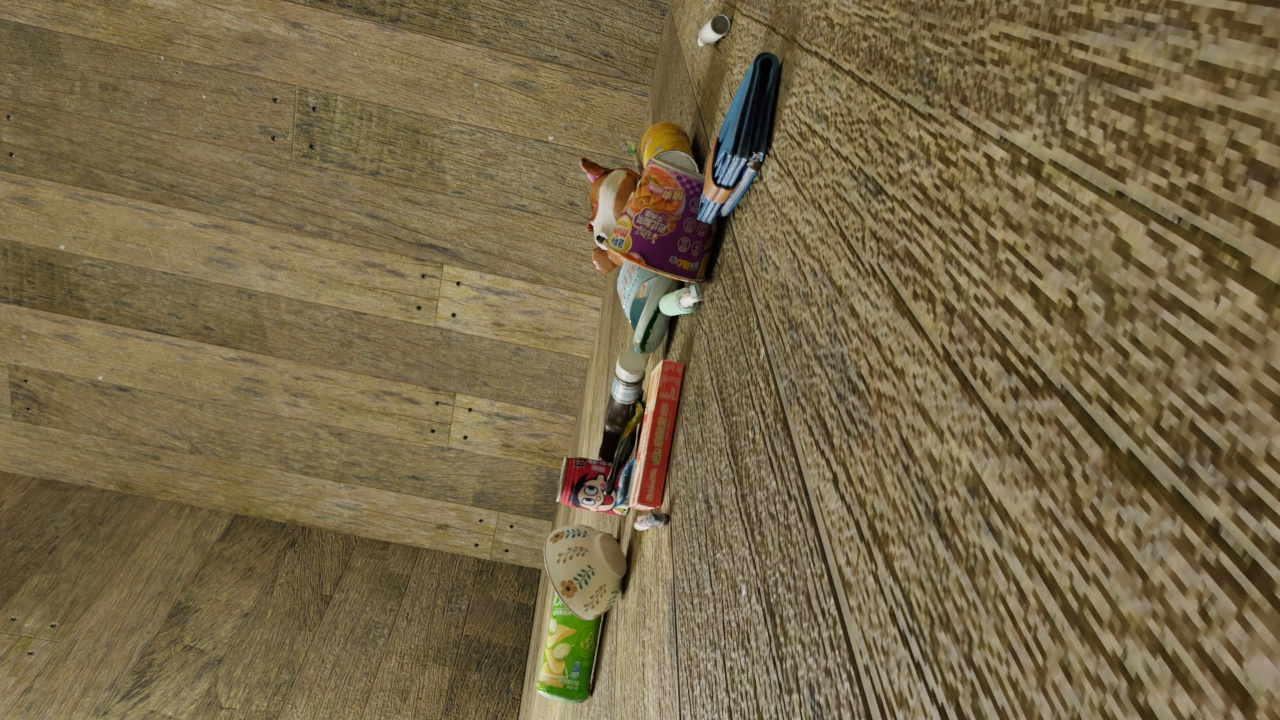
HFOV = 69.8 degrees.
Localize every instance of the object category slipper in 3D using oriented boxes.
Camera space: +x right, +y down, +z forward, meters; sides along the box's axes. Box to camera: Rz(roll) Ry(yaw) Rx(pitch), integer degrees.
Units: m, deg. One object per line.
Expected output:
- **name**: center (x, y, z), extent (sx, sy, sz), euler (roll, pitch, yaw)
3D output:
- **slipper**: center (0.011, -0.114, 1.177), extent (0.244, 0.074, 0.104), euler (-82, 7, -48)

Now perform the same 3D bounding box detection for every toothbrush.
- **toothbrush**: center (0.044, -0.063, 0.968), extent (0.224, 0.026, 0.027), euler (-162, 54, -84)
- **toothbrush**: center (0.005, 0.165, 0.944), extent (0.188, 0.017, 0.016), euler (128, 154, -76)
- **toothbrush**: center (0.096, -0.448, 1.257), extent (0.221, 0.026, 0.027), euler (-100, -12, -76)
- **toothbrush**: center (0.010, -0.248, 1.345), extent (0.020, 0.029, 0.190), euler (-51, -34, -17)

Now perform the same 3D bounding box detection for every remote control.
- **remote control**: center (-0.010, 0.149, 1.102), extent (0.125, 0.024, 0.049), euler (117, 164, -74)

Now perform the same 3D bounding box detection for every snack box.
- **snack box**: center (0.016, 0.080, 0.968), extent (0.075, 0.025, 0.152), euler (127, 154, -77)

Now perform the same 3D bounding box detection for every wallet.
- **wallet**: center (0.083, -0.189, 0.802), extent (0.133, 0.040, 0.106), euler (118, 168, -73)

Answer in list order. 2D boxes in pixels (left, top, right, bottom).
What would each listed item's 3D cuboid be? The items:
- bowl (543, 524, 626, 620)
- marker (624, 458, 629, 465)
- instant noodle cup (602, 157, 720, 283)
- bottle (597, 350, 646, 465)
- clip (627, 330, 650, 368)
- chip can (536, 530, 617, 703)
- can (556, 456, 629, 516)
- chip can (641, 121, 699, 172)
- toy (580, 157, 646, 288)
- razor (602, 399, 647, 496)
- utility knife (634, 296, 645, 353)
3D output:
- **bowl**: center (-0.056, 0.241, 1.083), extent (0.062, 0.113, 0.113), euler (-31, 24, 16)
- **marker**: center (-0.022, 0.131, 1.304), extent (0.145, 0.017, 0.017), euler (-87, 10, -57)
- **instant noodle cup**: center (0.032, -0.141, 0.909), extent (0.111, 0.111, 0.099), euler (-96, 28, -73)
- **bottle**: center (-0.021, 0.060, 1.181), extent (0.195, 0.044, 0.079), euler (100, -170, -51)
- **clip**: center (-0.009, 0.012, 1.270), extent (0.081, 0.034, 0.104), euler (109, 177, -65)
- **chip can**: center (-0.084, 0.337, 1.216), extent (0.073, 0.072, 0.221), euler (120, 160, -74)
- **can**: center (-0.059, 0.164, 1.201), extent (0.066, 0.094, 0.066), euler (-171, 92, -85)
- **chip can**: center (0.038, -0.268, 1.236), extent (0.213, 0.072, 0.072), euler (-91, 14, -66)
- **toy**: center (-0.026, -0.196, 1.324), extent (0.130, 0.140, 0.200), euler (-57, -23, -33)
- **razor**: center (-0.016, 0.099, 1.117), extent (0.043, 0.022, 0.142), euler (110, -175, -73)
- **utility knife**: center (0.014, -0.101, 1.416), extent (0.034, 0.018, 0.206), euler (131, 152, -80)
